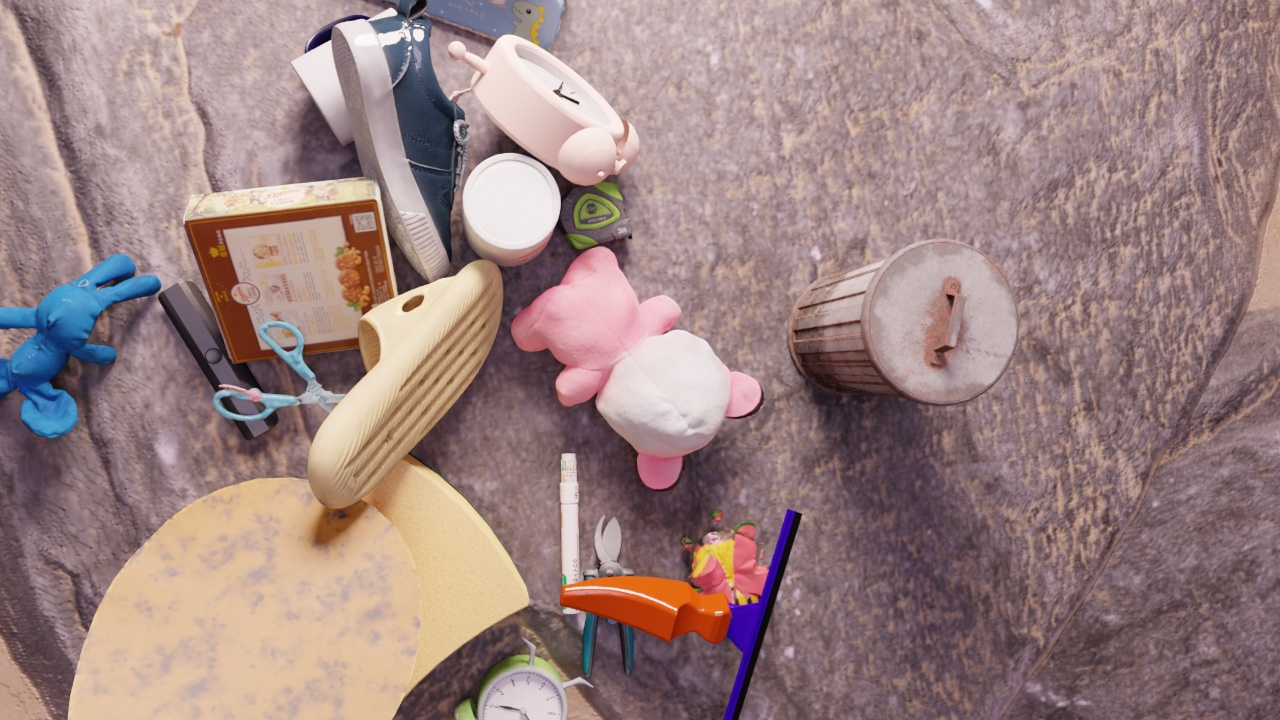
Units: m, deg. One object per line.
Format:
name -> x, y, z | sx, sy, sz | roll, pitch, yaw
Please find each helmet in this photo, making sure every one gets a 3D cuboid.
helmet -> -0.275, 0.222, 0.658 | 0.205, 0.132, 0.254 | 22, 45, -8

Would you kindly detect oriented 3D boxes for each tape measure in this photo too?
tape measure -> -0.045, -0.134, 0.845 | 0.065, 0.036, 0.059 | -13, 101, -13

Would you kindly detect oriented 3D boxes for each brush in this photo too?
brush -> -0.243, 0.209, 0.784 | 0.250, 0.075, 0.195 | -44, 96, -8

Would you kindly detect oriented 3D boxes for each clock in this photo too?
clock -> -0.110, 0.315, 0.823 | 0.094, 0.042, 0.119 | 39, 83, -6
clock -> -0.083, -0.209, 0.793 | 0.160, 0.130, 0.086 | 35, 113, 1

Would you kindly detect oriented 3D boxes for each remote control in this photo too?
remote control -> -0.366, 0.000, 0.796 | 0.033, 0.015, 0.147 | -31, 94, -9

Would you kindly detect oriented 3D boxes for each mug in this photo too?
mug -> -0.245, -0.256, 0.796 | 0.096, 0.079, 0.112 | -33, 67, -9
mug -> -0.113, -0.128, 0.796 | 0.082, 0.105, 0.082 | 0, 89, -10

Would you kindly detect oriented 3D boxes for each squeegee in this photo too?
squeegee -> 0.020, 0.222, 0.821 | 0.184, 0.055, 0.250 | 10, 111, -7

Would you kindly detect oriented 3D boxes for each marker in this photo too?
marker -> -0.065, 0.159, 0.846 | 0.017, 0.017, 0.145 | -1, 90, -10

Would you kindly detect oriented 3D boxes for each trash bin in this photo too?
trash bin -> 0.221, -0.028, 0.800 | 0.130, 0.211, 0.131 | 0, 89, -10

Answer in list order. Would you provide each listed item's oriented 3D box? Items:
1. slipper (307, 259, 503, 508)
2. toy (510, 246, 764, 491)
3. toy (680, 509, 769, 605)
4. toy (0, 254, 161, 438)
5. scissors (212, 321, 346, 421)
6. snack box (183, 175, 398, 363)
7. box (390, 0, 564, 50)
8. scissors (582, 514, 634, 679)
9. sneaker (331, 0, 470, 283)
slipper -> -0.199, 0.010, 0.748 | 0.079, 0.111, 0.260 | 17, 45, 14
toy -> -0.005, 0.005, 0.825 | 0.142, 0.084, 0.213 | -43, 93, -8
toy -> 0.085, 0.197, 0.860 | 0.084, 0.046, 0.103 | -43, 103, -16
toy -> -0.473, -0.012, 0.753 | 0.113, 0.071, 0.176 | 40, 83, 4
scissors -> -0.289, 0.015, 0.784 | 0.138, 0.015, 0.120 | 2, 116, -24
snack box -> -0.280, -0.072, 0.759 | 0.147, 0.041, 0.143 | -8, 130, -11
box -> -0.170, -0.347, 0.828 | 0.210, 0.072, 0.079 | 15, 125, -9
scissors -> -0.026, 0.225, 0.851 | 0.149, 0.019, 0.131 | 46, 80, -5
sneaker -> -0.183, -0.178, 0.763 | 0.087, 0.089, 0.236 | -25, 132, -23
